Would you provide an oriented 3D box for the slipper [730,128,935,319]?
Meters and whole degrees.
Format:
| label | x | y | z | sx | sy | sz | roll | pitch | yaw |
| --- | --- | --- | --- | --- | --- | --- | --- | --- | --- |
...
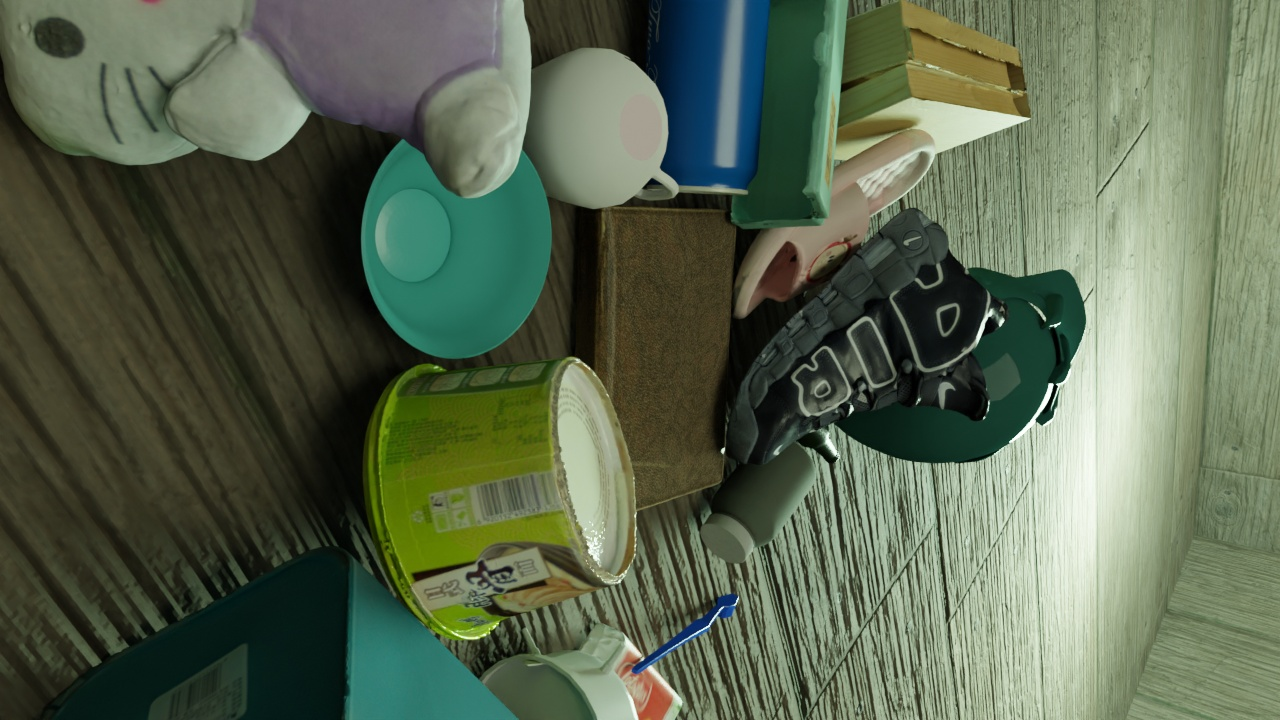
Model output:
| label | x | y | z | sx | sy | sz | roll | pitch | yaw |
| --- | --- | --- | --- | --- | --- | --- | --- | --- | --- |
| slipper | 0.154 | -0.108 | 0.721 | 0.221 | 0.055 | 0.107 | -37 | 160 | -16 |

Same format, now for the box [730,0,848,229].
| label | x | y | z | sx | sy | sz | roll | pitch | yaw |
| --- | --- | --- | --- | --- | --- | --- | --- | --- | --- |
| box | 0.102 | -0.189 | 0.626 | 0.112 | 0.078 | 0.187 | 27 | 68 | -79 |

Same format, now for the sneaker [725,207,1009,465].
| label | x | y | z | sx | sy | sz | roll | pitch | yaw |
| --- | --- | --- | --- | --- | --- | --- | --- | --- | --- |
| sneaker | 0.185 | 0.013 | 0.703 | 0.252 | 0.151 | 0.097 | -46 | 161 | -12 |

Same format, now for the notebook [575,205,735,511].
| label | x | y | z | sx | sy | sz | roll | pitch | yaw |
| --- | --- | --- | --- | --- | --- | --- | --- | --- | --- |
| notebook | -0.002 | 0.003 | 0.631 | 0.189 | 0.034 | 0.215 | -9 | 105 | -49 |

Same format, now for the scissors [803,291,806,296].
| label | x | y | z | sx | sy | sz | roll | pitch | yaw |
| --- | --- | --- | --- | --- | --- | --- | --- | --- | --- |
| scissors | 0.165 | -0.118 | 0.821 | 0.127 | 0.014 | 0.127 | 6 | 95 | -51 |

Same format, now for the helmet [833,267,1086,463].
| label | x | y | z | sx | sy | sz | roll | pitch | yaw |
| --- | --- | --- | --- | --- | --- | --- | --- | --- | --- |
| helmet | 0.300 | -0.006 | 0.861 | 0.273 | 0.200 | 0.176 | -25 | 117 | -45 |

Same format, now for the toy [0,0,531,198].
| label | x | y | z | sx | sy | sz | roll | pitch | yaw |
| --- | --- | --- | --- | --- | --- | --- | --- | --- | --- |
| toy | -0.137 | -0.135 | 0.333 | 0.085 | 0.209 | 0.138 | -62 | 160 | -74 |

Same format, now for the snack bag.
| label | x | y | z | sx | sy | sz | roll | pitch | yaw |
| --- | --- | --- | --- | --- | --- | --- | --- | --- | --- |
| snack bag | -0.018 | 0.253 | 0.670 | 0.076 | 0.036 | 0.116 | -55 | 136 | -26 |

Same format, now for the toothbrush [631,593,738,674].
| label | x | y | z | sx | sy | sz | roll | pitch | yaw |
| --- | --- | --- | --- | --- | --- | --- | --- | --- | --- |
| toothbrush | 0.038 | 0.215 | 0.719 | 0.186 | 0.016 | 0.011 | -6 | 111 | -62 |

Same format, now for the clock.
| label | x | y | z | sx | sy | sz | roll | pitch | yaw |
| --- | --- | --- | --- | --- | --- | --- | --- | --- | --- |
| clock | -0.055 | 0.253 | 0.565 | 0.061 | 0.120 | 0.159 | 12 | 79 | -59 |

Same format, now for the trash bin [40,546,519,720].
| label | x | y | z | sx | sy | sz | roll | pitch | yaw |
| --- | --- | --- | --- | --- | --- | --- | --- | --- | --- |
| trash bin | -0.131 | 0.222 | 0.390 | 0.199 | 0.196 | 0.219 | -29 | 118 | -3 |

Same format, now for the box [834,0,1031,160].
| label | x | y | z | sx | sy | sz | roll | pitch | yaw |
| --- | --- | --- | --- | --- | --- | --- | --- | --- | --- |
| box | 0.220 | -0.219 | 0.765 | 0.248 | 0.128 | 0.092 | -12 | 98 | -49 |

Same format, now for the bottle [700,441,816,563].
| label | x | y | z | sx | sy | sz | roll | pitch | yaw |
| --- | --- | --- | --- | --- | --- | --- | --- | --- | --- |
| bottle | 0.097 | 0.114 | 0.756 | 0.108 | 0.060 | 0.060 | -44 | 129 | -35 |

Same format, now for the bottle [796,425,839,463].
| label | x | y | z | sx | sy | sz | roll | pitch | yaw |
| --- | --- | --- | --- | --- | --- | --- | --- | --- | --- |
| bottle | 0.154 | 0.062 | 0.835 | 0.123 | 0.033 | 0.033 | 46 | 64 | -46 |

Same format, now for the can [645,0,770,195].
| label | x | y | z | sx | sy | sz | roll | pitch | yaw |
| --- | --- | --- | --- | --- | --- | --- | --- | --- | --- |
| can | 0.042 | -0.185 | 0.605 | 0.078 | 0.079 | 0.146 | -8 | 104 | -49 |

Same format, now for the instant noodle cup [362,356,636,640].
| label | x | y | z | sx | sy | sz | roll | pitch | yaw |
| --- | --- | --- | --- | --- | --- | --- | --- | --- | --- |
| instant noodle cup | -0.064 | 0.065 | 0.477 | 0.146 | 0.098 | 0.146 | -13 | 89 | -77 |

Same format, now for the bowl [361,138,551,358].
| label | x | y | z | sx | sy | sz | roll | pitch | yaw |
| --- | --- | --- | --- | --- | --- | --- | --- | --- | --- |
| bowl | -0.106 | -0.064 | 0.482 | 0.120 | 0.046 | 0.121 | -15 | 109 | -48 |

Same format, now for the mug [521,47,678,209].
| label | x | y | z | sx | sy | sz | roll | pitch | yaw |
| --- | --- | --- | --- | --- | --- | --- | --- | --- | --- |
| mug | -0.018 | -0.128 | 0.546 | 0.124 | 0.076 | 0.090 | 33 | 73 | -47 |
